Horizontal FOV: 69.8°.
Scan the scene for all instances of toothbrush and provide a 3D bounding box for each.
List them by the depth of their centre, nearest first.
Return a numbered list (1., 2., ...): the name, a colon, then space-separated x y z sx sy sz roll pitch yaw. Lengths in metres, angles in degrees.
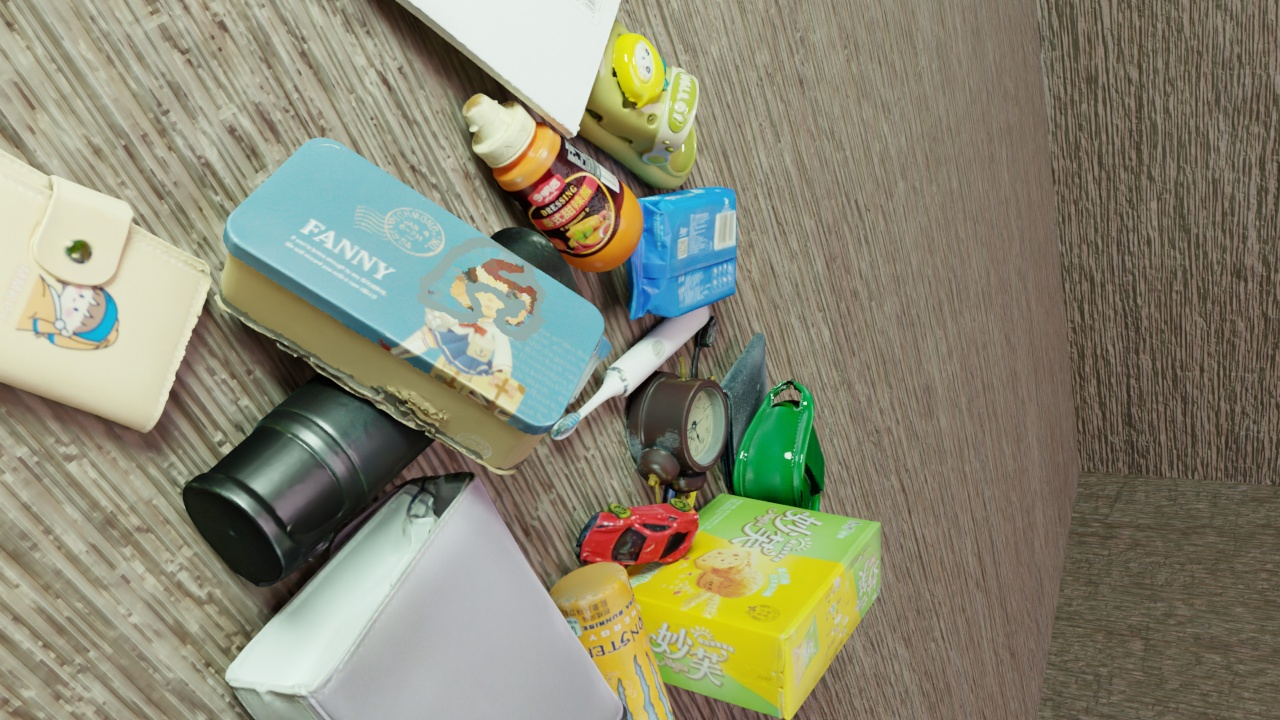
1. toothbrush: -0.004 0.004 0.716 0.027 0.026 0.220 45 41 4
2. toothbrush: 0.043 0.047 0.802 0.014 0.016 0.189 31 66 -47

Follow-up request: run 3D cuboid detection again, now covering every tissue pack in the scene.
1. tissue pack: 0.031 -0.088 0.737 0.156 0.052 0.095 -24 118 -55

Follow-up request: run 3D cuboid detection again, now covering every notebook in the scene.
1. notebook: -0.093 -0.251 0.538 0.209 0.012 0.150 32 64 -38

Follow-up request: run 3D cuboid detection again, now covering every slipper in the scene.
1. slipper: 0.008 -0.194 0.681 0.190 0.082 0.091 31 62 -56

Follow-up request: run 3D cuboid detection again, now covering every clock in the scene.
1. clock: 0.029 0.063 0.744 0.082 0.055 0.121 30 68 -54

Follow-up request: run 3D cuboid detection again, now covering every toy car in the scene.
1. toy car: -0.001 0.134 0.694 0.106 0.031 0.049 5 116 -39

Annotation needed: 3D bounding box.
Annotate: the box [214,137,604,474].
1. box: -0.112 -0.028 0.440 0.184 0.060 0.089 32 47 -12

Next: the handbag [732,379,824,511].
1. handbag: 0.139 0.097 0.892 0.131 0.068 0.120 64 36 -52

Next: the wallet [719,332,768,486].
1. wallet: 0.101 0.048 0.877 0.097 0.019 0.121 -50 141 -44

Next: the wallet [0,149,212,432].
1. wallet: -0.231 -0.030 0.364 0.115 0.024 0.087 36 60 -51

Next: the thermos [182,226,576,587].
1. thermos: -0.129 0.019 0.499 0.241 0.068 0.090 -49 162 -43

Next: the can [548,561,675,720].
1. can: -0.017 0.220 0.655 0.058 0.058 0.146 -33 109 -52

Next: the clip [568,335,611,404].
1. clip: -0.045 0.006 0.661 0.027 0.045 0.058 52 55 -46

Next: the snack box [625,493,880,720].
1. snack box: 0.088 0.186 0.744 0.209 0.158 0.070 -25 116 -54

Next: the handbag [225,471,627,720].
1. handbag: -0.098 0.179 0.490 0.144 0.099 0.197 -53 123 -41

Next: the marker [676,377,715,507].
1. marker: 0.051 0.071 0.818 0.018 0.015 0.124 49 48 -52

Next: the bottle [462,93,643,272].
1. bottle: -0.060 -0.118 0.599 0.149 0.067 0.066 40 58 -42
